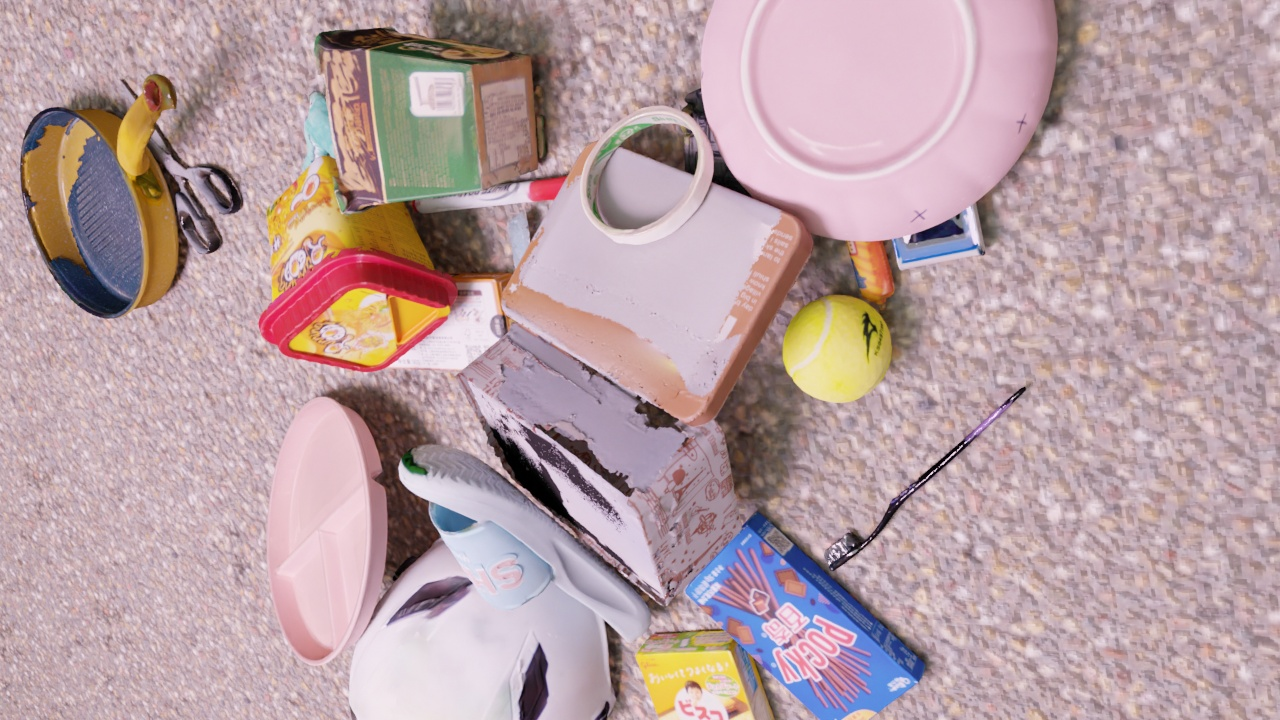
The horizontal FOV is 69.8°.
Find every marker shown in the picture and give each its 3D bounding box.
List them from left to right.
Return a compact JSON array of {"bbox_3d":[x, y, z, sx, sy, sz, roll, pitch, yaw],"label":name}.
[{"bbox_3d":[-0.109,-0.121,0.674,0.145,0.017,0.017,0,108,29],"label":"marker"}]

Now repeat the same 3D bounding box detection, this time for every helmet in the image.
[{"bbox_3d":[-0.151,0.273,0.769,0.229,0.145,0.259,38,122,11],"label":"helmet"}]

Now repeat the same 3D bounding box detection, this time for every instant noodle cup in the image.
[{"bbox_3d":[-0.215,-0.072,0.677,0.116,0.116,0.123,-34,63,25],"label":"instant noodle cup"}]

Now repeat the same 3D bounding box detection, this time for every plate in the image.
[{"bbox_3d":[-0.276,0.146,0.803,0.230,0.028,0.229,-7,81,50],"label":"plate"},{"bbox_3d":[0.117,-0.158,0.489,0.193,0.039,0.192,7,106,24],"label":"plate"}]

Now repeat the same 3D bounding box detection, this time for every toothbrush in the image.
[{"bbox_3d":[0.178,0.079,0.592,0.017,0.014,0.189,49,124,19],"label":"toothbrush"}]

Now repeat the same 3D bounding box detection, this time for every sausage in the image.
[{"bbox_3d":[0.123,-0.108,0.546,0.021,0.021,0.165,-12,102,32],"label":"sausage"}]

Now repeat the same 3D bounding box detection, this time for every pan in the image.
[{"bbox_3d":[-0.464,-0.158,0.808,0.358,0.078,0.197,-22,94,37],"label":"pan"}]

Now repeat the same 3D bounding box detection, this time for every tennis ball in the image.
[{"bbox_3d":[0.120,-0.007,0.560,0.065,0.065,0.065,10,113,26],"label":"tennis ball"}]

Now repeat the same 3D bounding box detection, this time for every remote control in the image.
[{"bbox_3d":[0.160,-0.115,0.521,0.049,0.024,0.125,-8,103,31],"label":"remote control"}]

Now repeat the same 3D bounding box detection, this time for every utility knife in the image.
[{"bbox_3d":[-0.074,-0.005,0.698,0.033,0.015,0.223,4,113,29],"label":"utility knife"}]

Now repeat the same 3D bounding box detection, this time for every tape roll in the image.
[{"bbox_3d":[0.003,-0.111,0.549,0.086,0.014,0.085,-11,67,27],"label":"tape roll"}]

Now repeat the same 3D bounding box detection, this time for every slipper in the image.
[{"bbox_3d":[-0.087,0.143,0.667,0.245,0.074,0.104,45,170,-31],"label":"slipper"}]

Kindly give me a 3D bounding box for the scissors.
[{"bbox_3d":[-0.425,-0.173,0.833,0.164,0.014,0.164,11,112,26],"label":"scissors"}]

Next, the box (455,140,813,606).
[{"bbox_3d":[-0.014,0.010,0.581,0.179,0.135,0.270,32,122,34],"label":"box"}]

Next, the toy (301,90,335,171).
[{"bbox_3d":[-0.237,-0.166,0.722,0.092,0.030,0.097,51,131,9],"label":"toy"}]

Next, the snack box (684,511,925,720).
[{"bbox_3d":[0.115,0.191,0.661,0.157,0.026,0.085,42,122,9],"label":"snack box"}]

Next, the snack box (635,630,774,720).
[{"bbox_3d":[0.059,0.282,0.724,0.087,0.033,0.140,-13,100,31],"label":"snack box"}]

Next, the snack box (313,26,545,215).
[{"bbox_3d":[-0.134,-0.163,0.616,0.106,0.117,0.118,7,114,22],"label":"snack box"}]

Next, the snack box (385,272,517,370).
[{"bbox_3d":[-0.164,-0.031,0.733,0.154,0.026,0.075,2,109,28],"label":"snack box"}]

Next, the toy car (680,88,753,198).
[{"bbox_3d":[0.052,-0.117,0.576,0.049,0.031,0.106,8,111,27],"label":"toy car"}]
